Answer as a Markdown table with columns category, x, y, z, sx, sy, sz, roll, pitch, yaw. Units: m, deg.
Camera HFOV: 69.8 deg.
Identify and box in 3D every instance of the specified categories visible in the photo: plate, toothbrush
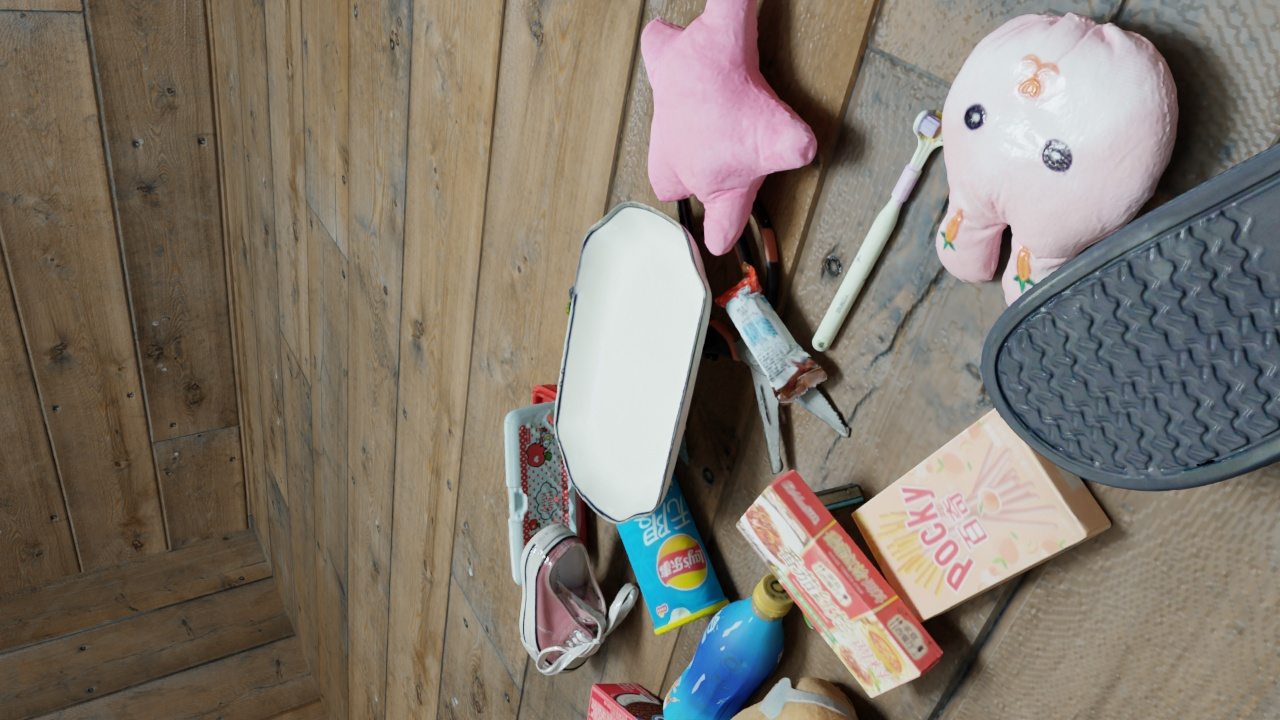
| category | x | y | z | sx | sy | sz | roll | pitch | yaw |
| --- | --- | --- | --- | --- | --- | --- | --- | --- | --- |
| plate | -0.004 | 0.004 | 0.753 | 0.162 | 0.034 | 0.266 | 32 | 118 | 46 |
| toothbrush | 0.041 | -0.092 | 0.762 | 0.017 | 0.014 | 0.189 | -12 | 89 | 53 |
| toothbrush | 0.151 | -0.075 | 0.591 | 0.020 | 0.029 | 0.190 | -73 | 2 | -48 |

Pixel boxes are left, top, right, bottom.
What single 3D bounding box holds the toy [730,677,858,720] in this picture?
| category | x | y | z | sx | sy | sz | roll | pitch | yaw |
| --- | --- | --- | --- | --- | --- | --- | --- | --- | --- |
| toy | 0.077 | 0.333 | 0.697 | 0.082 | 0.143 | 0.226 | 44 | 103 | -2 |

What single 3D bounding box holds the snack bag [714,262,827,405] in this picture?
| category | x | y | z | sx | sy | sz | roll | pitch | yaw |
| --- | --- | --- | --- | --- | --- | --- | --- | --- | --- |
| snack bag | 0.091 | -0.019 | 0.667 | 0.045 | 0.026 | 0.105 | -40 | 72 | 31 |

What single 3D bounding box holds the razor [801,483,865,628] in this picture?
| category | x | y | z | sx | sy | sz | roll | pitch | yaw |
| --- | --- | --- | --- | --- | --- | --- | --- | --- | --- |
| razor | 0.134 | 0.148 | 0.684 | 0.028 | 0.043 | 0.133 | -131 | 34 | -51 |

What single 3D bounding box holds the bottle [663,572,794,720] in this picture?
| category | x | y | z | sx | sy | sz | roll | pitch | yaw |
| --- | --- | --- | --- | --- | --- | --- | --- | --- | --- |
| bottle | 0.078 | 0.253 | 0.773 | 0.065 | 0.065 | 0.219 | 54 | 141 | 33 |

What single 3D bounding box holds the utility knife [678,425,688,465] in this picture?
| category | x | y | z | sx | sy | sz | roll | pitch | yaw |
| --- | --- | --- | --- | --- | --- | --- | --- | --- | --- |
| utility knife | 0.026 | 0.005 | 0.822 | 0.031 | 0.019 | 0.179 | -2 | 103 | 64 |

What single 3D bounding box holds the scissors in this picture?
| category | x | y | z | sx | sy | sz | roll | pitch | yaw |
| --- | --- | --- | --- | --- | --- | --- | --- | --- | --- |
| scissors | 0.083 | -0.024 | 0.706 | 0.225 | 0.015 | 0.189 | 36 | 124 | 36 |

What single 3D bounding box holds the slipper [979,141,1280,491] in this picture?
| category | x | y | z | sx | sy | sz | roll | pitch | yaw |
| --- | --- | --- | --- | --- | --- | --- | --- | --- | --- |
| slipper | 0.274 | -0.035 | 0.370 | 0.269 | 0.083 | 0.110 | -38 | 76 | 36 |

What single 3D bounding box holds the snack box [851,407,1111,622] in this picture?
| category | x | y | z | sx | sy | sz | roll | pitch | yaw |
| --- | --- | --- | --- | --- | --- | --- | --- | --- | --- |
| snack box | 0.200 | 0.098 | 0.565 | 0.084 | 0.026 | 0.158 | 63 | 145 | 22 |

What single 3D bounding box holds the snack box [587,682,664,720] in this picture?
| category | x | y | z | sx | sy | sz | roll | pitch | yaw |
| --- | --- | --- | --- | --- | --- | --- | --- | --- | --- |
| snack box | 0.015 | 0.377 | 0.894 | 0.208 | 0.057 | 0.058 | 4 | 85 | 63 |

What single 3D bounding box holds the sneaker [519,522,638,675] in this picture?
| category | x | y | z | sx | sy | sz | roll | pitch | yaw |
| --- | --- | --- | --- | --- | --- | --- | --- | --- | --- |
| sneaker | -0.070 | 0.272 | 0.968 | 0.088 | 0.118 | 0.241 | 37 | 144 | 33 |

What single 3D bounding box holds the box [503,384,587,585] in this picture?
| category | x | y | z | sx | sy | sz | roll | pitch | yaw |
| --- | --- | --- | --- | --- | --- | --- | --- | --- | --- |
| box | -0.115 | 0.133 | 1.004 | 0.095 | 0.100 | 0.201 | 21 | 117 | 54 |

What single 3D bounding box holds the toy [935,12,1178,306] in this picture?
| category | x | y | z | sx | sy | sz | roll | pitch | yaw |
| --- | --- | --- | --- | --- | --- | --- | --- | --- | --- |
| toy | 0.204 | -0.095 | 0.473 | 0.121 | 0.054 | 0.160 | 44 | 143 | 42 |

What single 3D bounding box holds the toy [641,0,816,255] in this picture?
| category | x | y | z | sx | sy | sz | roll | pitch | yaw |
| --- | --- | --- | --- | --- | --- | --- | --- | --- | --- |
| toy | 0.046 | -0.177 | 0.668 | 0.179 | 0.074 | 0.194 | -44 | 60 | 53 |

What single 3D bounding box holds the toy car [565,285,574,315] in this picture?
| category | x | y | z | sx | sy | sz | roll | pitch | yaw |
| --- | --- | --- | --- | --- | --- | --- | --- | --- | --- |
| toy car | -0.043 | -0.032 | 0.893 | 0.042 | 0.035 | 0.090 | -18 | 86 | 59 |

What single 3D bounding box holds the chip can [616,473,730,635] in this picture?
| category | x | y | z | sx | sy | sz | roll | pitch | yaw |
| --- | --- | --- | --- | --- | --- | --- | --- | --- | --- |
| chip can | 0.008 | 0.137 | 0.836 | 0.071 | 0.071 | 0.210 | -46 | 62 | 53 |

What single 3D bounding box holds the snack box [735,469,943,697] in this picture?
| category | x | y | z | sx | sy | sz | roll | pitch | yaw |
| --- | --- | --- | --- | --- | --- | --- | --- | --- | --- |
| snack box | 0.132 | 0.154 | 0.631 | 0.153 | 0.025 | 0.075 | 52 | 151 | 17 |
